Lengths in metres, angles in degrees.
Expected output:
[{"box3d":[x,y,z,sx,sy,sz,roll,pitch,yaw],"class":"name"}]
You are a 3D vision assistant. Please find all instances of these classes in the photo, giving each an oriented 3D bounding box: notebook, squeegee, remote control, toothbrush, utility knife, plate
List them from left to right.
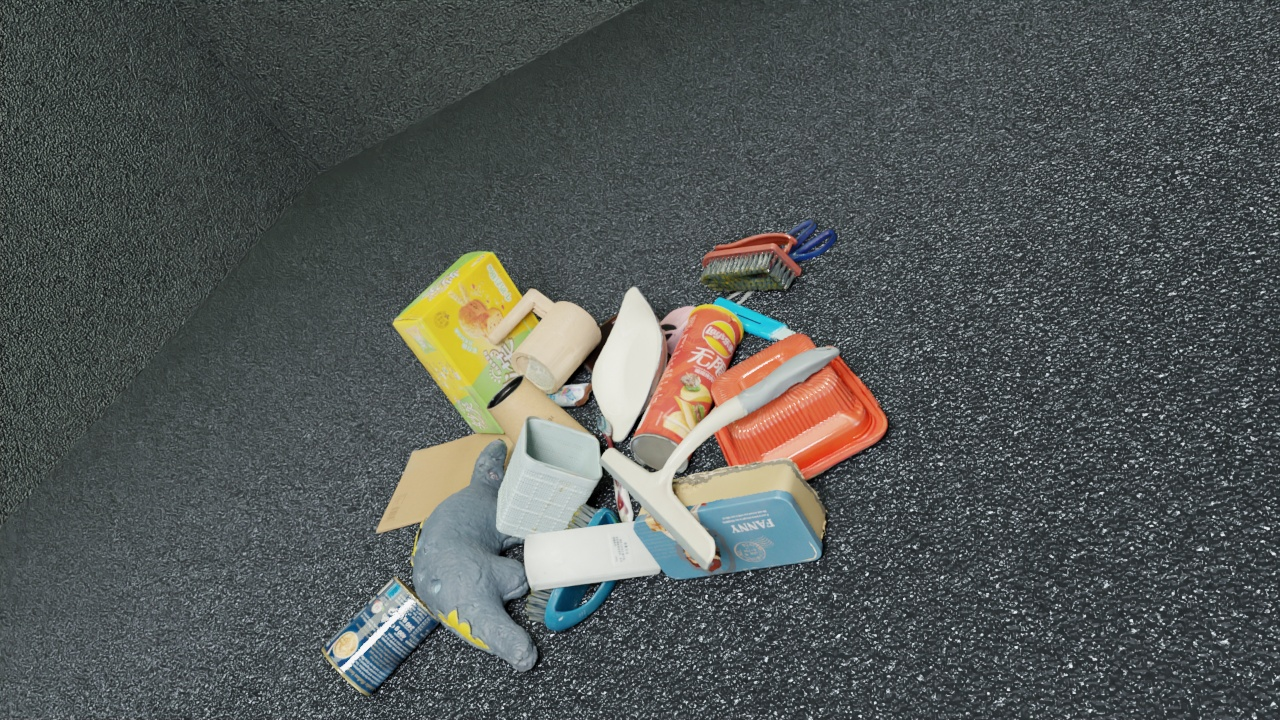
[{"box3d":[-0.265,0.161,1.278,0.212,0.012,0.149,-18,35,28],"class":"notebook"},{"box3d":[-0.048,0.195,0.920,0.135,0.019,0.056,-6,54,-11],"class":"remote control"},{"box3d":[-0.031,0.124,1.071,0.016,0.017,0.187,-33,34,11],"class":"toothbrush"},{"box3d":[-0.007,0.007,1.149,0.165,0.034,0.163,-65,28,26],"class":"plate"},{"box3d":[0.091,0.053,0.869,0.246,0.039,0.246,-38,26,-9],"class":"squeegee"},{"box3d":[0.139,-0.049,1.155,0.034,0.018,0.166,-43,32,-12],"class":"utility knife"}]

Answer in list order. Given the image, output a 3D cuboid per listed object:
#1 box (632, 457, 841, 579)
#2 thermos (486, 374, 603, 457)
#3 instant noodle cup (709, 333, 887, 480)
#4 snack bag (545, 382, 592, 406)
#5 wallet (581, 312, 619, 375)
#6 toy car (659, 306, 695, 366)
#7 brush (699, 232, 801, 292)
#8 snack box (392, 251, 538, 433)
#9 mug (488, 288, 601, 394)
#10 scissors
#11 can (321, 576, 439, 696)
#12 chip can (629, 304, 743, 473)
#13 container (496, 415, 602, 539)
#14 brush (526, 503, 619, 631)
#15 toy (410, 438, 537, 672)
[{"box3d":[0.088,0.148,0.855,0.185,0.090,0.059,-18,30,35],"class":"box"},{"box3d":[-0.116,0.089,1.108,0.093,0.143,0.093,-36,18,13],"class":"thermos"},{"box3d":[0.148,0.045,0.951,0.164,0.079,0.188,-31,28,5],"class":"instant noodle cup"},{"box3d":[-0.105,0.048,1.258,0.105,0.026,0.045,-4,38,40],"class":"snack bag"},{"box3d":[-0.039,-0.018,1.294,0.096,0.020,0.122,-39,32,-5],"class":"wallet"},{"box3d":[0.033,-0.031,1.220,0.056,0.037,0.122,11,53,50],"class":"toy car"},{"box3d":[0.140,-0.130,1.205,0.146,0.063,0.069,0,60,49],"class":"brush"},{"box3d":[-0.218,-0.023,1.279,0.070,0.210,0.157,-2,39,45],"class":"snack box"},{"box3d":[-0.132,-0.029,1.256,0.103,0.124,0.084,-52,-2,-32],"class":"mug"},{"box3d":[0.185,-0.134,1.235,0.170,0.012,0.146,-21,35,26],"class":"scissors"},{"box3d":[-0.288,0.307,1.029,0.111,0.075,0.075,-45,31,-16],"class":"can"},{"box3d":[0.057,0.029,1.073,0.073,0.073,0.216,-10,38,37],"class":"chip can"},{"box3d":[-0.107,0.139,1.027,0.090,0.090,0.112,-100,34,-61],"class":"container"},{"box3d":[-0.058,0.215,0.949,0.074,0.055,0.143,12,50,23],"class":"brush"},{"box3d":[-0.189,0.217,1.041,0.138,0.091,0.355,-18,35,2],"class":"toy"}]
